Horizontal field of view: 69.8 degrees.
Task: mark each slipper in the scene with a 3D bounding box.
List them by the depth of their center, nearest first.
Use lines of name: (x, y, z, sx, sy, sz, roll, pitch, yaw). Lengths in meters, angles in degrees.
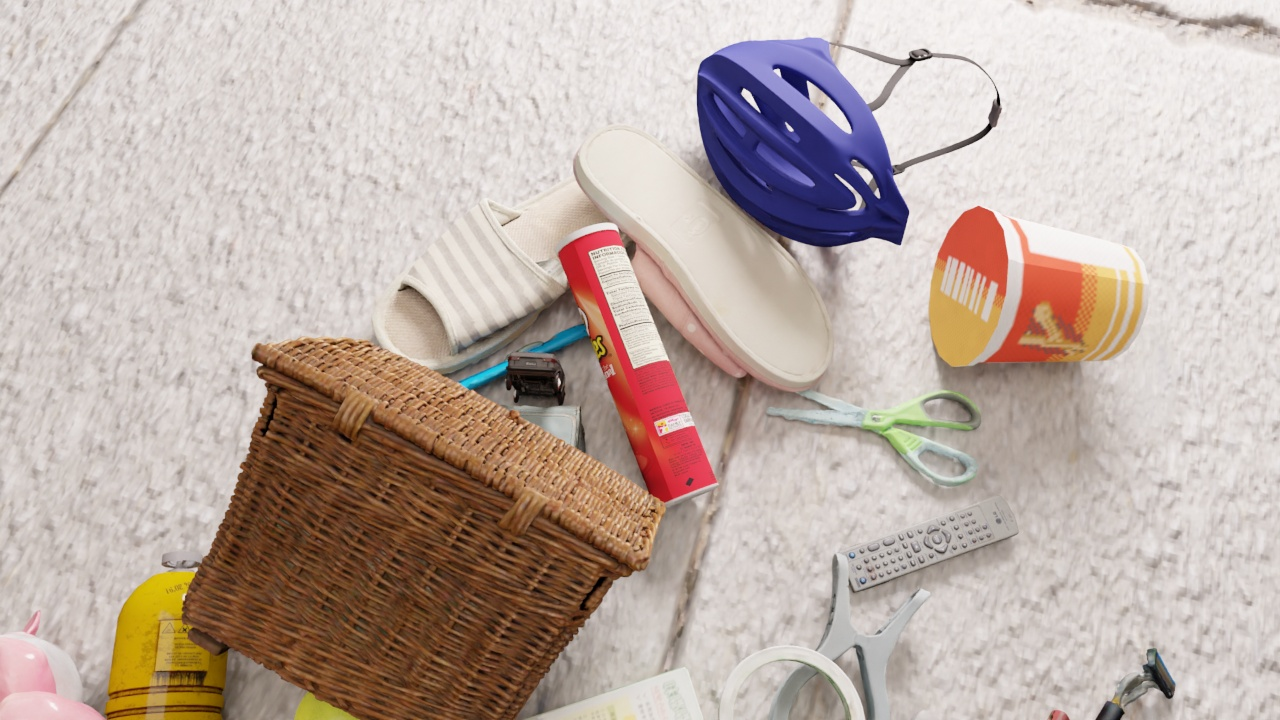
slipper: (0.048, -0.081, 0.750, 0.114, 0.055, 0.274, -37, 81, -30)
slipper: (-0.098, -0.086, 0.758, 0.272, 0.054, 0.114, -37, 67, -19)

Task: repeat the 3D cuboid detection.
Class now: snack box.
snack box: (-0.029, 0.290, 0.595, 0.168, 0.027, 0.131, -15, 68, -9)

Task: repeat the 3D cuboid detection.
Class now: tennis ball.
tennis ball: (-0.191, 0.235, 0.595, 0.065, 0.065, 0.065, 1, 65, -1)

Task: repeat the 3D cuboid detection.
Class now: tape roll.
tape roll: (0.098, 0.235, 0.598, 0.094, 0.018, 0.093, 0, 70, 0)

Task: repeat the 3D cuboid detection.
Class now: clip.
clip: (0.156, 0.226, 0.626, 0.115, 0.028, 0.163, 22, 72, 8)

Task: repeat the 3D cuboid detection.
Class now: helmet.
helmet: (0.168, -0.198, 0.761, 0.227, 0.148, 0.241, -25, 59, -11)

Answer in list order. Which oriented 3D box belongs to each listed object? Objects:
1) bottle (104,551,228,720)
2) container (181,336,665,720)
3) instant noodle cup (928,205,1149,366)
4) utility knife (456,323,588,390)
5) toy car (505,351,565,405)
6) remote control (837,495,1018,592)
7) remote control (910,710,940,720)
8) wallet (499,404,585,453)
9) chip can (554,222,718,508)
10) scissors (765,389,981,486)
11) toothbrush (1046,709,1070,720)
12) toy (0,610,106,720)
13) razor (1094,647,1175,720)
bottle: (-0.309, 0.209, 0.602, 0.071, 0.071, 0.163, -5, 65, -4)
container: (-0.138, 0.119, 0.576, 0.250, 0.162, 0.183, 28, 95, 4)
instant noodle cup: (0.312, -0.051, 0.720, 0.121, 0.124, 0.123, 6, 64, -7)
utility knife: (-0.079, -0.010, 0.737, 0.185, 0.031, 0.015, -25, 103, -16)
toy car: (-0.078, 0.010, 0.688, 0.040, 0.092, 0.037, 3, 77, 0)
remote control: (0.214, 0.135, 0.681, 0.136, 0.013, 0.033, -17, 68, -9)
remote control: (0.176, 0.312, 0.595, 0.074, 0.019, 0.150, 34, 68, 14)
wallet: (-0.109, 0.077, 0.683, 0.132, 0.054, 0.100, 0, 64, 4)
chip can: (-0.004, 0.004, 0.692, 0.051, 0.052, 0.214, -19, 80, -10)
scissors: (0.185, 0.039, 0.728, 0.175, 0.032, 0.092, 22, 69, 4)
toothbrush: (0.236, 0.313, 0.598, 0.016, 0.016, 0.189, 36, 69, 9)
toy: (-0.369, 0.234, 0.541, 0.214, 0.084, 0.142, -2, 76, 46)
razor: (0.313, 0.258, 0.624, 0.144, 0.022, 0.043, -43, 113, -15)
